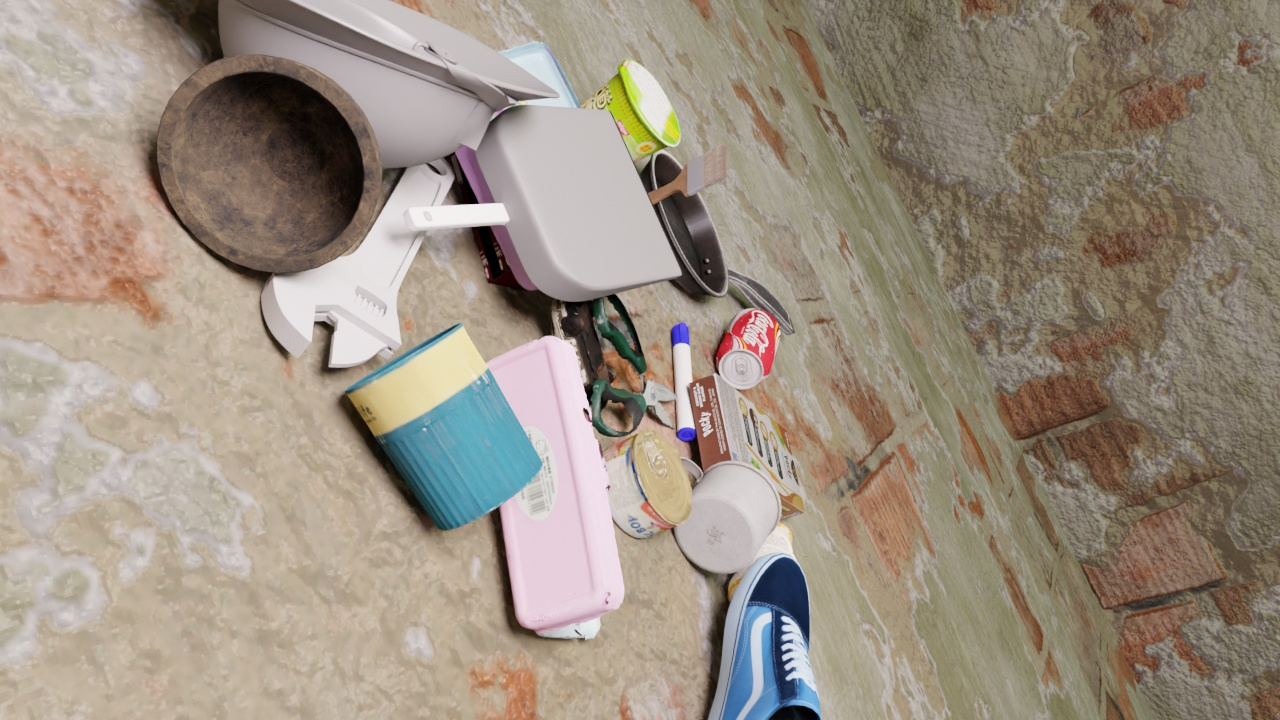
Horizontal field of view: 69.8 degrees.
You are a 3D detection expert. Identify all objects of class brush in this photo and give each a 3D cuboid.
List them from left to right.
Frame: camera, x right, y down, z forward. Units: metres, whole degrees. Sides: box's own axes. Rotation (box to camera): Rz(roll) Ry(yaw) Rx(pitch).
[{"bbox_3d":[0.029,-0.181,0.966,0.008,0.143,0.045,34,47,-41],"label":"brush"}]

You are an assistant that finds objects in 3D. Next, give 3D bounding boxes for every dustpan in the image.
[{"bbox_3d":[-0.077,-0.122,0.719,0.256,0.033,0.163,-17,82,-54],"label":"dustpan"}]

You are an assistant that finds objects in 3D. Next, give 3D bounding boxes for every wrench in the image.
[{"bbox_3d":[-0.185,-0.088,0.644,0.086,0.018,0.272,35,33,-22],"label":"wrench"}]

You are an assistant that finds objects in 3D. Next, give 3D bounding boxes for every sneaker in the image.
[{"bbox_3d":[0.116,0.254,0.725,0.083,0.099,0.240,42,46,-19],"label":"sneaker"}]

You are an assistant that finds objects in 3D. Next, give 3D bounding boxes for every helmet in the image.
[{"bbox_3d":[-0.189,-0.183,0.627,0.270,0.118,0.183,6,28,-48],"label":"helmet"}]

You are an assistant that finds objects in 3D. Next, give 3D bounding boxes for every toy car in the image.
[{"bbox_3d":[-0.053,-0.006,0.790,0.048,0.041,0.113,-54,132,-60],"label":"toy car"}]

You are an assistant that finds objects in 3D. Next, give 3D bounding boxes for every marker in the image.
[{"bbox_3d":[0.045,0.020,0.950,0.020,0.020,0.141,39,35,-38],"label":"marker"}]

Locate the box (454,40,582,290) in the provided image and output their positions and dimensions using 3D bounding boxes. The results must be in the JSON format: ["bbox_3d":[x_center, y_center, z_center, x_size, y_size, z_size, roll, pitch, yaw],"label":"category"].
[{"bbox_3d":[-0.091,-0.167,0.776,0.149,0.049,0.214,-24,87,-42],"label":"box"}]

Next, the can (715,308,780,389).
[{"bbox_3d":[0.126,-0.014,1.072,0.064,0.064,0.104,55,28,-15],"label":"can"}]

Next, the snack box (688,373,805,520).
[{"bbox_3d":[0.115,0.095,0.968,0.186,0.032,0.101,36,39,-51],"label":"snack box"}]

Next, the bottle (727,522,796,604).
[{"bbox_3d":[0.121,0.200,0.876,0.063,0.063,0.108,55,28,-14],"label":"bottle"}]

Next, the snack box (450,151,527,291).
[{"bbox_3d":[-0.121,-0.132,0.785,0.051,0.032,0.140,8,60,-58],"label":"snack box"}]

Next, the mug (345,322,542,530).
[{"bbox_3d":[-0.121,0.039,0.592,0.107,0.083,0.113,58,0,-10],"label":"mug"}]

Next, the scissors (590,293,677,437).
[{"bbox_3d":[-0.004,0.002,0.838,0.209,0.015,0.146,12,69,-68],"label":"scissors"}]

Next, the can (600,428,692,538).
[{"bbox_3d":[0.005,0.105,0.781,0.086,0.043,0.086,41,34,-37],"label":"can"}]

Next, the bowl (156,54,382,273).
[{"bbox_3d":[-0.209,-0.117,0.538,0.121,0.121,0.056,53,10,-19],"label":"bowl"}]

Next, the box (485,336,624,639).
[{"bbox_3d":[-0.053,0.093,0.660,0.102,0.087,0.201,39,33,-60],"label":"box"}]

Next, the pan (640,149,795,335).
[{"bbox_3d":[0.099,-0.118,1.132,0.357,0.055,0.187,43,32,-46],"label":"pan"}]

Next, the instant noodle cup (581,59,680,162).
[{"bbox_3d":[-0.029,-0.241,0.957,0.099,0.108,0.098,40,35,-37],"label":"instant noodle cup"}]

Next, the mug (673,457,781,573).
[{"bbox_3d":[0.067,0.134,0.835,0.113,0.084,0.070,35,28,10],"label":"mug"}]
